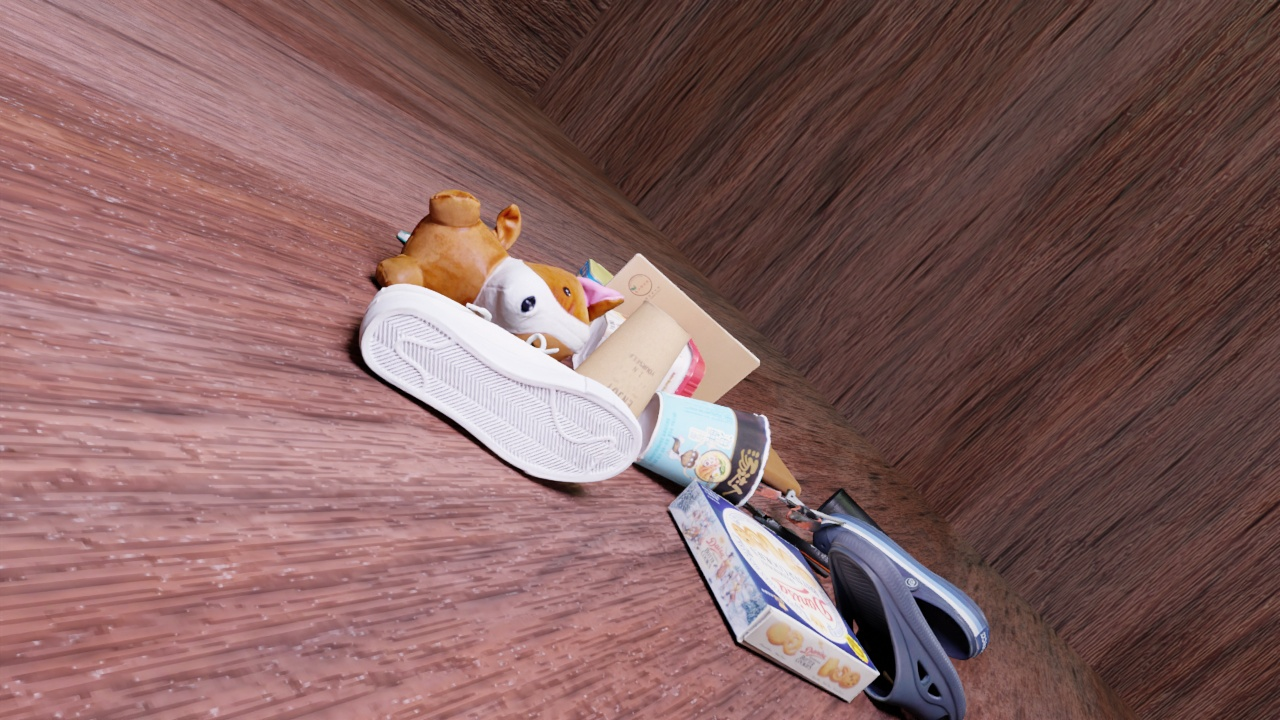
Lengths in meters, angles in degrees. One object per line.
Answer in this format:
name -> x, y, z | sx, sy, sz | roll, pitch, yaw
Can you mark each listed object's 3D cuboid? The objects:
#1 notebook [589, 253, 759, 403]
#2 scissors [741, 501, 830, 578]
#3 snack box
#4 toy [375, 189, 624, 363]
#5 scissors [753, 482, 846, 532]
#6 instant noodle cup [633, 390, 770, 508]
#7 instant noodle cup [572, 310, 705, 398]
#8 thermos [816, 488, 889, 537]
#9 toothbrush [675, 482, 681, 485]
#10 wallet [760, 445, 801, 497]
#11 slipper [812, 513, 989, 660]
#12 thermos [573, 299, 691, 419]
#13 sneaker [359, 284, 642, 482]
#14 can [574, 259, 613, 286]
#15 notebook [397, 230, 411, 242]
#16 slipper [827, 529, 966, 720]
notebook -> 0.024, -0.016, 1.130 | 0.207, 0.148, 0.008 | 40, 24, -17
scissors -> 0.162, 0.194, 1.059 | 0.232, 0.021, 0.221 | 30, -11, 48
snack box -> 0.125, 0.219, 0.879 | 0.178, 0.046, 0.182 | 37, 12, -34
toy -> -0.124, -0.063, 0.827 | 0.199, 0.140, 0.130 | 36, -4, -11
scissors -> 0.181, 0.173, 1.108 | 0.223, 0.015, 0.189 | 24, 3, -26
instant noodle cup -> 0.056, 0.088, 0.956 | 0.120, 0.111, 0.111 | 20, 19, -17
instant noodle cup -> -0.006, 0.006, 1.063 | 0.124, 0.117, 0.116 | 27, 16, -16
thermos -> 0.355, 0.296, 1.331 | 0.242, 0.068, 0.090 | 46, 7, 11
toothbrush -> -0.022, 0.072, 0.990 | 0.189, 0.014, 0.018 | 42, 2, -8
wallet -> 0.177, 0.146, 1.365 | 0.131, 0.031, 0.107 | 34, 18, -44
slipper -> 0.308, 0.293, 1.144 | 0.253, 0.095, 0.105 | 32, -41, 41
thermos -> -0.017, 0.013, 0.923 | 0.093, 0.143, 0.093 | 40, -1, 1
sneaker -> -0.109, 0.017, 0.723 | 0.242, 0.089, 0.090 | 31, 11, -24
can -> -0.072, -0.077, 1.177 | 0.057, 0.083, 0.102 | 40, 12, -16
notebook -> -0.155, -0.085, 1.017 | 0.150, 0.012, 0.209 | 33, 6, 21
slipper -> 0.241, 0.289, 0.933 | 0.111, 0.083, 0.268 | 25, -32, 59
